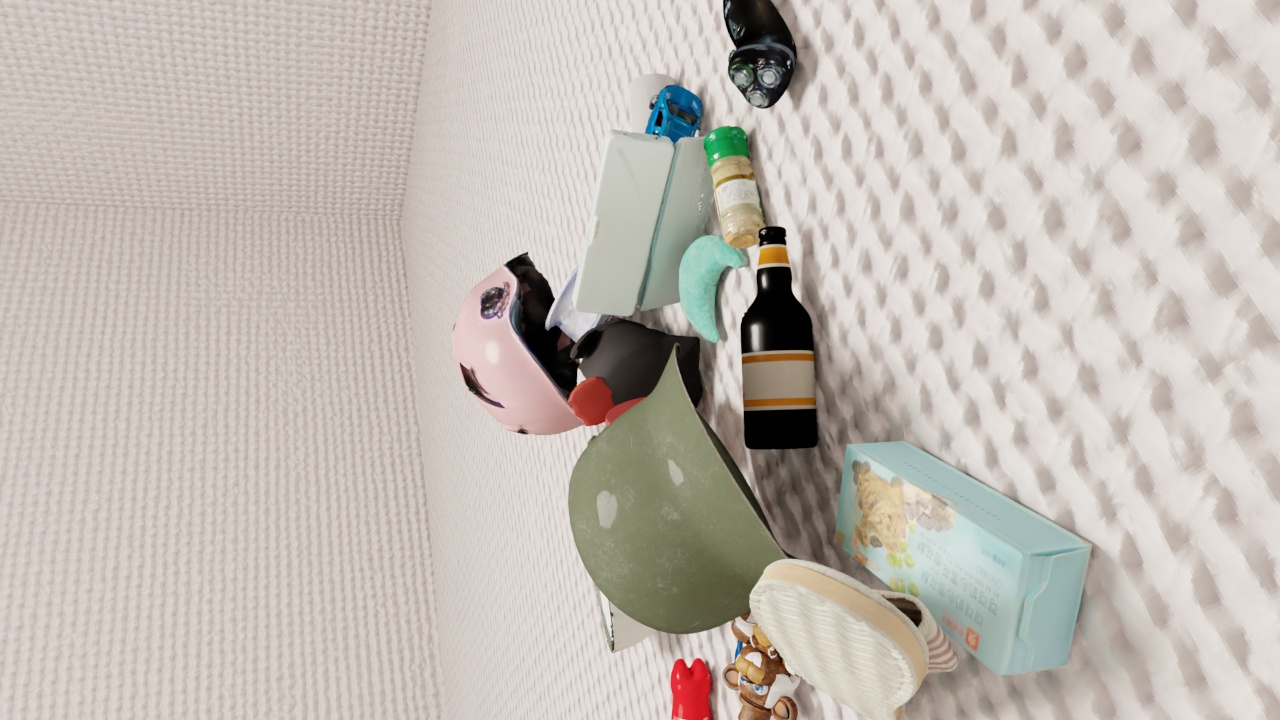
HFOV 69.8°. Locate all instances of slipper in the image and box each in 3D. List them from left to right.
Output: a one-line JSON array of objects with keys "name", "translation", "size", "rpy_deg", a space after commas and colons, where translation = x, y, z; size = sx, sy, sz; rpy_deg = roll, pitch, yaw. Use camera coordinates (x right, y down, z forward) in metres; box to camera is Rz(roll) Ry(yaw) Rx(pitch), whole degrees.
[{"name": "slipper", "translation": [0.135, 0.175, 0.570], "size": [0.052, 0.115, 0.263], "rpy_deg": [-57, -27, -20]}]

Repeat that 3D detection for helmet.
[{"name": "helmet", "translation": [-0.156, -0.005, 1.197], "size": [0.230, 0.153, 0.255], "rpy_deg": [56, -170, -44]}, {"name": "helmet", "translation": [0.029, 0.122, 0.733], "size": [0.227, 0.154, 0.267], "rpy_deg": [57, -169, 0]}]

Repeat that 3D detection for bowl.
[{"name": "bowl", "translation": [-0.013, 0.247, 1.042], "size": [0.153, 0.073, 0.153], "rpy_deg": [170, 91, -81]}]

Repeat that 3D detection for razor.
[{"name": "razor", "translation": [0.093, -0.279, 0.788], "size": [0.053, 0.063, 0.140], "rpy_deg": [118, 144, -50]}]

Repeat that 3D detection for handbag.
[{"name": "handbag", "translation": [-0.037, -0.088, 1.091], "size": [0.069, 0.126, 0.159], "rpy_deg": [40, 144, 4]}]

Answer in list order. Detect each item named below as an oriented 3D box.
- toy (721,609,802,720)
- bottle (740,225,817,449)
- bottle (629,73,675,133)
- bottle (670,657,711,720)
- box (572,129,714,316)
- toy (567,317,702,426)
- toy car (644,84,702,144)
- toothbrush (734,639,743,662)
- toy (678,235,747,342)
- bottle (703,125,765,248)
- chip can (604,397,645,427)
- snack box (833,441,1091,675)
[{"name": "toy", "translation": [0.106, 0.255, 0.771], "size": [0.087, 0.067, 0.113], "rpy_deg": [22, 100, 42]}, {"name": "bottle", "translation": [0.112, -0.019, 0.752], "size": [0.059, 0.059, 0.181], "rpy_deg": [169, 100, -69]}, {"name": "bottle", "translation": [0.020, -0.209, 0.998], "size": [0.053, 0.052, 0.195], "rpy_deg": [155, 113, -67]}, {"name": "bottle", "translation": [0.052, 0.379, 0.942], "size": [0.042, 0.042, 0.141], "rpy_deg": [178, 91, -69]}, {"name": "box", "translation": [0.009, -0.131, 0.912], "size": [0.044, 0.136, 0.198], "rpy_deg": [-119, 34, -44]}, {"name": "toy", "translation": [-0.006, 0.006, 1.000], "size": [0.140, 0.159, 0.184], "rpy_deg": [-46, 19, 4]}, {"name": "toy car", "translation": [0.032, -0.226, 0.936], "size": [0.044, 0.056, 0.120], "rpy_deg": [-21, 51, 63]}, {"name": "toothbrush", "translation": [0.102, 0.223, 0.851], "size": [0.021, 0.017, 0.135], "rpy_deg": [-158, 72, -64]}, {"name": "toy", "translation": [0.068, -0.077, 0.909], "size": [0.085, 0.033, 0.105], "rpy_deg": [49, 135, 44]}, {"name": "bottle", "translation": [0.087, -0.159, 0.840], "size": [0.043, 0.043, 0.111], "rpy_deg": [132, 132, -61]}, {"name": "chip can", "translation": [0.021, 0.148, 0.902], "size": [0.087, 0.087, 0.213], "rpy_deg": [-144, 44, -65]}, {"name": "snack box", "translation": [0.188, 0.113, 0.566], "size": [0.175, 0.053, 0.075], "rpy_deg": [-141, 52, -65]}]
